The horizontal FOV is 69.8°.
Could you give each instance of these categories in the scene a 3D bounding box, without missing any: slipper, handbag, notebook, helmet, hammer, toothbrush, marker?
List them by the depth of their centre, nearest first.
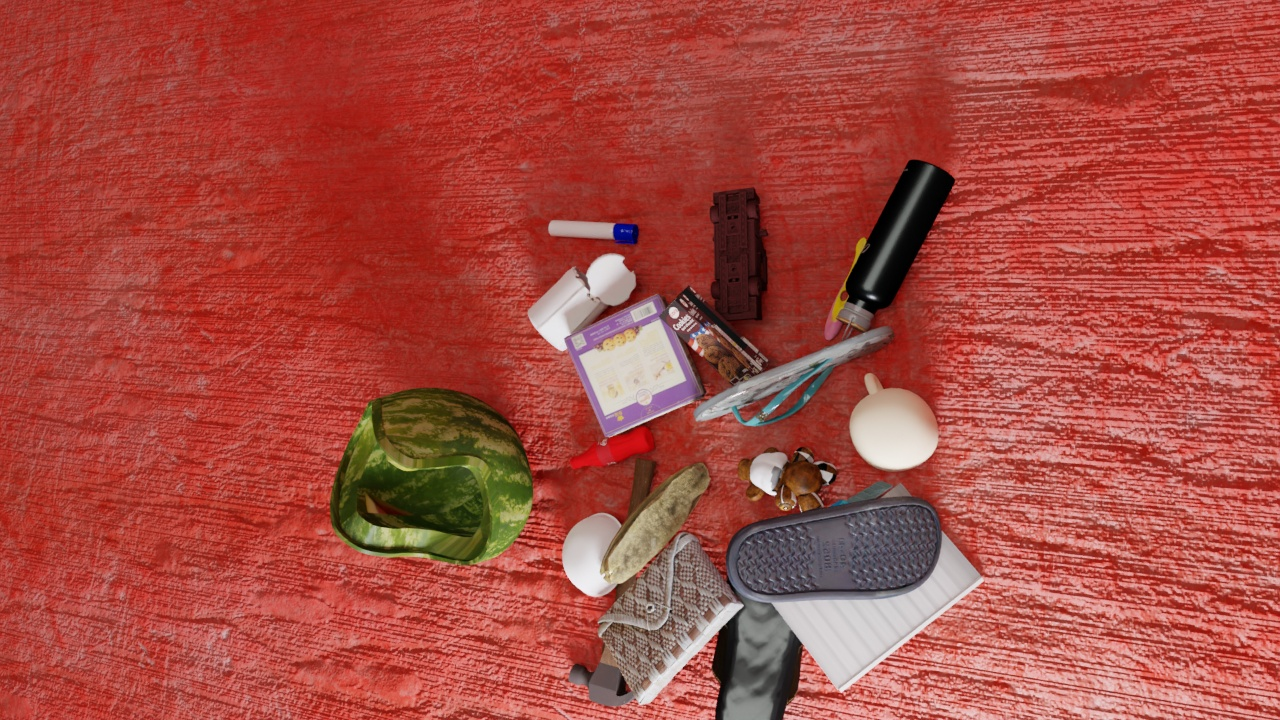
[{"bbox_3d":[0.215,0.219,1.045,0.268,0.083,0.110,-4,82,-16],"label":"slipper"},{"bbox_3d":[0.269,0.262,1.071,0.209,0.009,0.142,-37,69,-3],"label":"notebook"},{"bbox_3d":[0.145,0.338,1.116,0.113,0.076,0.267,4,70,15],"label":"slipper"},{"bbox_3d":[0.188,0.032,1.123,0.269,0.098,0.054,-26,72,17],"label":"slipper"},{"bbox_3d":[0.028,0.315,1.130,0.186,0.047,0.124,-50,49,12],"label":"handbag"},{"bbox_3d":[0.260,-0.089,1.155,0.021,0.016,0.135,21,94,23],"label":"toothbrush"},{"bbox_3d":[-0.017,0.291,1.214,0.115,0.033,0.323,7,85,26],"label":"hammer"},{"bbox_3d":[-0.265,0.151,1.228,0.214,0.247,0.243,-57,24,25],"label":"helmet"},{"bbox_3d":[-0.067,-0.183,1.304,0.133,0.023,0.027,7,107,24],"label":"marker"}]

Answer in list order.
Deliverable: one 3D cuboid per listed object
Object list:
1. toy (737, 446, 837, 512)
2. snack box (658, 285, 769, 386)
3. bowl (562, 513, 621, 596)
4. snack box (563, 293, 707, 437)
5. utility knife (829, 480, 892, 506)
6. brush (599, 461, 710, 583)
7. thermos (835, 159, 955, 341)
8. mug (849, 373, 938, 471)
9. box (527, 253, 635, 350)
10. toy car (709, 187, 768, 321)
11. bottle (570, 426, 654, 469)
[{"bbox_3d":[0.176,0.144,1.135,0.113,0.067,0.087,2,53,42],"label":"toy"},{"bbox_3d":[0.093,-0.028,1.163,0.141,0.051,0.031,43,59,-3],"label":"snack box"},{"bbox_3d":[-0.070,0.255,1.214,0.110,0.040,0.109,-17,65,41],"label":"bowl"},{"bbox_3d":[-0.007,0.007,1.213,0.143,0.040,0.148,-24,87,12],"label":"snack box"},{"bbox_3d":[0.215,0.202,1.109,0.205,0.015,0.031,-33,53,1],"label":"utility knife"},{"bbox_3d":[0.020,0.207,1.174,0.059,0.043,0.195,44,81,-3],"label":"brush"},{"bbox_3d":[0.300,-0.126,1.116,0.061,0.061,0.231,29,95,24],"label":"thermos"},{"bbox_3d":[0.289,0.069,1.072,0.096,0.099,0.120,-25,74,18],"label":"mug"},{"bbox_3d":[-0.077,-0.087,1.263,0.083,0.092,0.166,42,100,-17],"label":"box"},{"bbox_3d":[0.129,-0.133,1.190,0.070,0.061,0.169,-4,81,23],"label":"toy car"},{"bbox_3d":[-0.041,0.123,1.243,0.119,0.036,0.036,-20,75,20],"label":"bottle"}]
